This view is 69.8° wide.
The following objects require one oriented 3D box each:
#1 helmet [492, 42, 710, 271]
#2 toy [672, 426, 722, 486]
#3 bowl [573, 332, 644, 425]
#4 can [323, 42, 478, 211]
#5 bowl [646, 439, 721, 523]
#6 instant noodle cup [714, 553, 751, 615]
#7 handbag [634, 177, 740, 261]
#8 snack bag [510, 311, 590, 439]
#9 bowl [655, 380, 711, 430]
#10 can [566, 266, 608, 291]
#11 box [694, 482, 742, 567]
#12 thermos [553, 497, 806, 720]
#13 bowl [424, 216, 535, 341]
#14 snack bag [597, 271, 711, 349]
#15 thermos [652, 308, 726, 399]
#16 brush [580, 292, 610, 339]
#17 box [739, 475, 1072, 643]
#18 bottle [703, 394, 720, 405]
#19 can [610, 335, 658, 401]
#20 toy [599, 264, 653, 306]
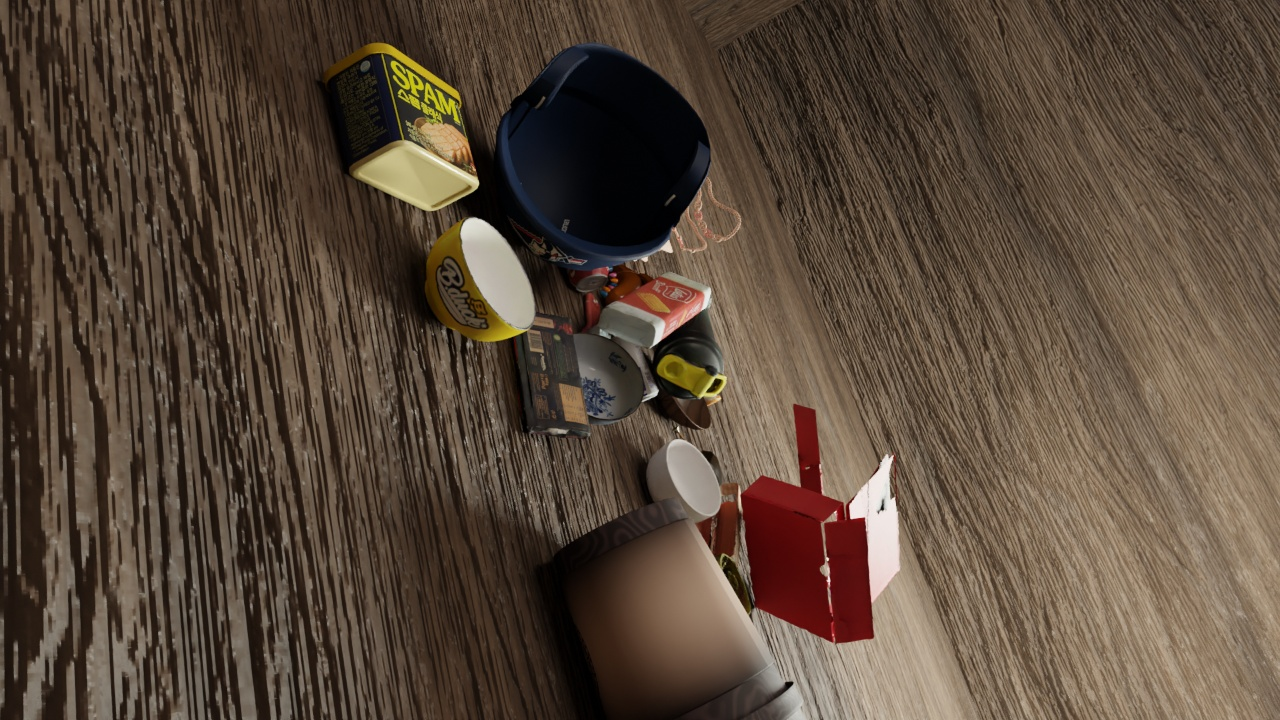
[{"bbox_3d":[-0.066,-0.204,1.052,0.232,0.224,0.271,35,36,-12],"label":"helmet"},{"bbox_3d":[0.071,0.136,1.248,0.100,0.062,0.076,56,-17,-6],"label":"toy"},{"bbox_3d":[-0.056,0.028,1.016,0.114,0.045,0.114,15,50,-19],"label":"bowl"},{"bbox_3d":[-0.221,-0.215,0.866,0.135,0.075,0.104,18,52,-65],"label":"can"},{"bbox_3d":[0.048,0.155,1.142,0.105,0.054,0.104,36,35,-31],"label":"bowl"},{"bbox_3d":[0.052,0.254,0.959,0.102,0.108,0.102,54,19,-29],"label":"instant noodle cup"},{"bbox_3d":[0.040,-0.269,1.457,0.116,0.187,0.198,4,67,-77],"label":"handbag"},{"bbox_3d":[-0.096,0.012,0.957,0.074,0.018,0.155,10,52,-31],"label":"snack bag"},{"bbox_3d":[0.054,0.055,1.322,0.119,0.032,0.119,46,23,-26],"label":"bowl"},{"bbox_3d":[-0.076,-0.142,1.195,0.054,0.054,0.096,24,45,-63],"label":"can"},{"bbox_3d":[0.103,0.214,1.237,0.078,0.054,0.186,29,25,-6],"label":"box"},{"bbox_3d":[0.025,0.253,0.820,0.226,0.173,0.172,64,18,16],"label":"thermos"},{"bbox_3d":[-0.158,-0.068,0.859,0.117,0.068,0.117,53,22,-33],"label":"bowl"},{"bbox_3d":[0.025,-0.070,1.206,0.224,0.077,0.041,-38,147,-61],"label":"snack bag"},{"bbox_3d":[0.066,-0.023,1.286,0.098,0.098,0.220,58,13,-21],"label":"thermos"},{"bbox_3d":[-0.055,-0.036,1.157,0.041,0.030,0.172,53,21,-32],"label":"brush"},{"bbox_3d":[0.334,0.267,1.192,0.107,0.410,0.212,-59,144,-55],"label":"box"},{"bbox_3d":[0.087,0.018,1.419,0.109,0.063,0.063,66,19,3],"label":"bottle"},{"bbox_3d":[-0.007,0.007,1.227,0.095,0.032,0.032,67,19,5],"label":"can"},{"bbox_3d":[-0.035,-0.106,1.295,0.103,0.071,0.090,43,32,4],"label":"toy"}]
